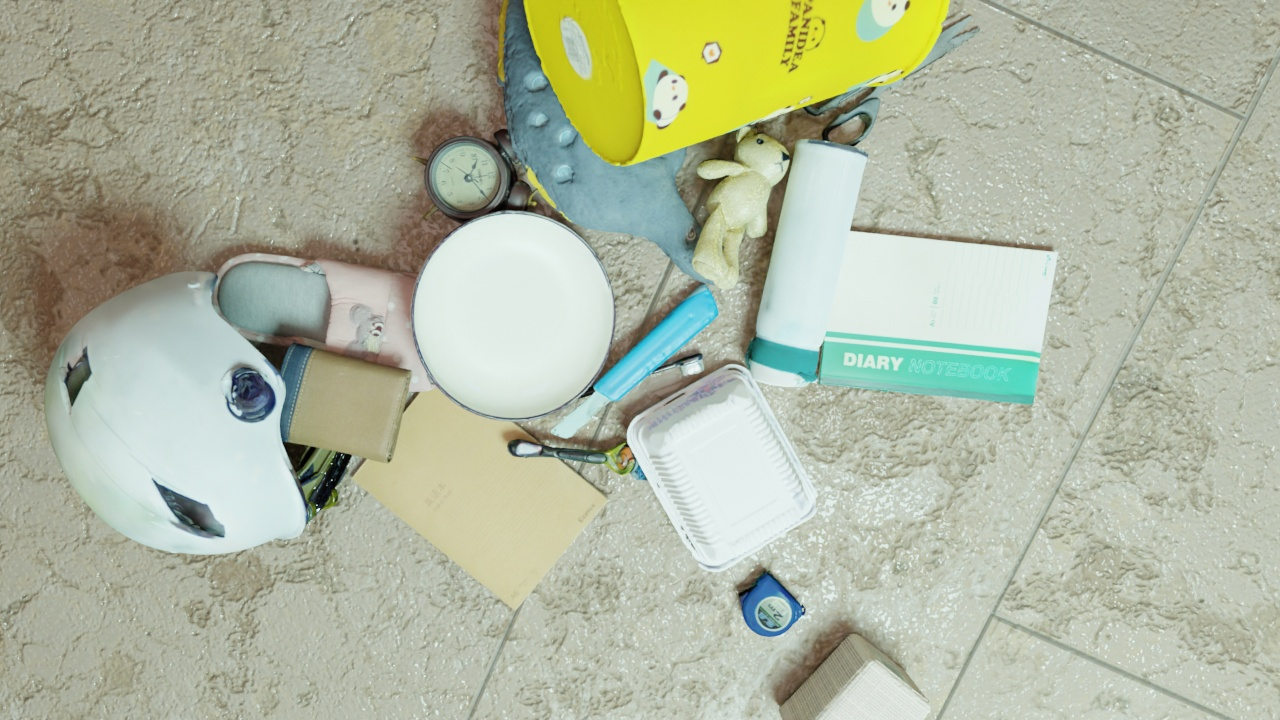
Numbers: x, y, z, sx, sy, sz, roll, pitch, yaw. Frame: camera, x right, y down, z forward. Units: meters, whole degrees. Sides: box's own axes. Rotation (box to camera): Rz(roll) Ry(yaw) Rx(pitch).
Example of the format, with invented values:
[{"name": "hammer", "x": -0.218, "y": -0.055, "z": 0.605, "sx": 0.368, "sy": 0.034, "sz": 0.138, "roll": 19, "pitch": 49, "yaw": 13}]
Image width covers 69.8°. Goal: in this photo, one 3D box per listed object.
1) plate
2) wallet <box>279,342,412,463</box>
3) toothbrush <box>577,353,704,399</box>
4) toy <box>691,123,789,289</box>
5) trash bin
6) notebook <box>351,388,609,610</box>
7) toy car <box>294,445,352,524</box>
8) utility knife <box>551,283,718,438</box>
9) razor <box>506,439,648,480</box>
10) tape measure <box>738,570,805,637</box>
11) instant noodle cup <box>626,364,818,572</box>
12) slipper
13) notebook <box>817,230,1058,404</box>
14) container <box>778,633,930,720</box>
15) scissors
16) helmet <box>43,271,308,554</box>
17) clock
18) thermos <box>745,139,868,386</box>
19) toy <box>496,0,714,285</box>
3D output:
[{"name": "plate", "x": -0.118, "y": -0.041, "z": 0.850, "sx": 0.192, "sy": 0.039, "sz": 0.192, "roll": -2, "pitch": 95, "yaw": -22}, {"name": "wallet", "x": -0.270, "y": 0.038, "z": 0.826, "sx": 0.115, "sy": 0.033, "sz": 0.090, "roll": 12, "pitch": 84, "yaw": 4}, {"name": "toothbrush", "x": -0.025, "y": 0.025, "z": 0.889, "sx": 0.181, "sy": 0.015, "sz": 0.018, "roll": -15, "pitch": 104, "yaw": 3}, {"name": "toy", "x": 0.090, "y": -0.137, "z": 0.826, "sx": 0.105, "sy": 0.066, "sz": 0.157, "roll": 35, "pitch": 69, "yaw": -35}, {"name": "trash bin", "x": 0.063, "y": -0.281, "z": 0.705, "sx": 0.254, "sy": 0.230, "sz": 0.229, "roll": -28, "pitch": 95, "yaw": -18}, {"name": "notebook", "x": -0.158, "y": 0.127, "z": 0.906, "sx": 0.211, "sy": 0.012, "sz": 0.149, "roll": 39, "pitch": 96, "yaw": -2}, {"name": "toy car", "x": -0.298, "y": 0.094, "z": 0.878, "sx": 0.042, "sy": 0.070, "sz": 0.158, "roll": 31, "pitch": 94, "yaw": -1}, {"name": "utility knife", "x": -0.005, "y": 0.005, "z": 0.871, "sx": 0.202, "sy": 0.018, "sz": 0.034, "roll": -41, "pitch": 95, "yaw": -3}, {"name": "razor", "x": -0.057, "y": 0.090, "z": 0.884, "sx": 0.142, "sy": 0.022, "sz": 0.042, "roll": 7, "pitch": 94, "yaw": -8}, {"name": "tape measure", "x": 0.126, "y": 0.242, "z": 0.903, "sx": 0.058, "sy": 0.025, "sz": 0.054, "roll": 45, "pitch": 97, "yaw": 1}, {"name": "instant noodle cup", "x": 0.082, "y": 0.105, "z": 0.864, "sx": 0.138, "sy": 0.060, "sz": 0.173, "roll": -30, "pitch": 93, "yaw": -4}, {"name": "slipper", "x": -0.276, "y": -0.040, "z": 0.865, "sx": 0.274, "sy": 0.054, "sz": 0.114, "roll": 14, "pitch": 92, "yaw": 2}, {"name": "notebook", "x": 0.281, "y": -0.040, "z": 0.875, "sx": 0.209, "sy": 0.012, "sz": 0.150, "roll": 5, "pitch": 97, "yaw": 1}, {"name": "container", "x": 0.207, "y": 0.336, "z": 0.882, "sx": 0.090, "sy": 0.090, "sz": 0.111, "roll": 39, "pitch": 92, "yaw": -2}, {"name": "scissors", "x": 0.238, "y": -0.256, "z": 0.852, "sx": 0.173, "sy": 0.014, "sz": 0.142, "roll": 3, "pitch": 93, "yaw": 0}, {"name": "helmet", "x": -0.410, "y": 0.062, "z": 0.783, "sx": 0.230, "sy": 0.145, "sz": 0.258, "roll": -30, "pitch": 86, "yaw": 47}, {"name": "clock", "x": -0.145, "y": -0.169, "z": 0.850, "sx": 0.122, "sy": 0.055, "sz": 0.082, "roll": -9, "pitch": 95, "yaw": 1}, {"name": "thermos", "x": 0.149, "y": -0.085, "z": 0.847, "sx": 0.073, "sy": 0.073, "sz": 0.224, "roll": 12, "pitch": 97, "yaw": 0}, {"name": "toy", "x": -0.042, "y": -0.197, "z": 0.817, "sx": 0.137, "sy": 0.092, "sz": 0.356, "roll": -42, "pitch": 101, "yaw": -32}]
